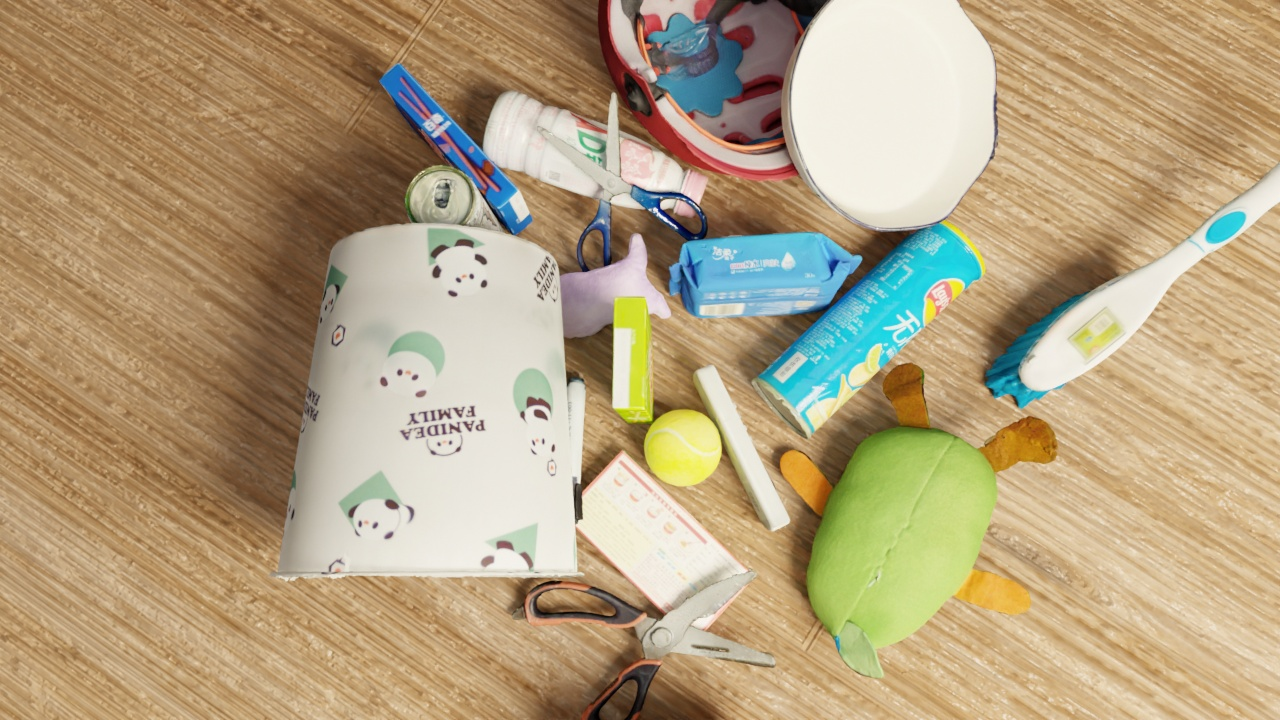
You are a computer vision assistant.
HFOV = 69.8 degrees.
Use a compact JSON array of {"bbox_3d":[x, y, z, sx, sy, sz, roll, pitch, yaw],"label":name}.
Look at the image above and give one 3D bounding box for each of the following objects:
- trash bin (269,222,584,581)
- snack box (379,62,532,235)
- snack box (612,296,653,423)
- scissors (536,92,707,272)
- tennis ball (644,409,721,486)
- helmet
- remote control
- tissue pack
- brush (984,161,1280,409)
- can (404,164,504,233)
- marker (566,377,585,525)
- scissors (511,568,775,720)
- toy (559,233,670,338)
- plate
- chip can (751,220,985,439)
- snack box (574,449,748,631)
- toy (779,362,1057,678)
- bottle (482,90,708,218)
[{"bbox_3d":[-0.158,0.043,0.718,0.229,0.230,0.251,-1,77,1],"label":"trash bin"},{"bbox_3d":[-0.160,-0.183,0.809,0.026,0.084,0.157,-43,83,-5],"label":"snack box"},{"bbox_3d":[-0.004,0.004,0.744,0.026,0.156,0.085,0,82,3],"label":"snack box"},{"bbox_3d":[-0.018,-0.140,0.789,0.176,0.012,0.163,21,120,-11],"label":"scissors"},{"bbox_3d":[0.036,0.074,0.781,0.065,0.065,0.065,0,82,1],"label":"tennis ball"},{"bbox_3d":[0.063,-0.266,0.788,0.206,0.144,0.240,-24,103,-17],"label":"helmet"},{"bbox_3d":[0.086,0.074,0.783,0.021,0.058,0.150,-26,83,-3],"label":"remote control"},{"bbox_3d":[0.102,-0.073,0.784,0.157,0.095,0.052,-2,76,1],"label":"tissue pack"},{"bbox_3d":[0.433,-0.071,0.769,0.314,0.109,0.060,-38,81,-3],"label":"brush"},{"bbox_3d":[-0.151,-0.113,0.768,0.058,0.147,0.058,0,83,1],"label":"can"},{"bbox_3d":[-0.057,0.077,0.791,0.023,0.018,0.130,-10,66,27],"label":"marker"},{"bbox_3d":[-0.001,0.233,0.766,0.189,0.015,0.226,43,97,8],"label":"scissors"},{"bbox_3d":[-0.035,-0.058,0.808,0.108,0.039,0.084,-18,113,3],"label":"toy"},{"bbox_3d":[0.201,-0.207,0.752,0.204,0.046,0.205,-3,98,-24],"label":"plate"},{"bbox_3d":[0.195,-0.028,0.788,0.210,0.071,0.071,-43,84,-4],"label":"chip can"},{"bbox_3d":[0.015,0.158,0.789,0.156,0.027,0.077,43,86,6],"label":"snack box"},{"bbox_3d":[0.218,0.132,0.756,0.227,0.090,0.246,31,91,23],"label":"toy"},{"bbox_3d":[-0.039,-0.177,0.817,0.197,0.068,0.068,20,83,0],"label":"bottle"}]
